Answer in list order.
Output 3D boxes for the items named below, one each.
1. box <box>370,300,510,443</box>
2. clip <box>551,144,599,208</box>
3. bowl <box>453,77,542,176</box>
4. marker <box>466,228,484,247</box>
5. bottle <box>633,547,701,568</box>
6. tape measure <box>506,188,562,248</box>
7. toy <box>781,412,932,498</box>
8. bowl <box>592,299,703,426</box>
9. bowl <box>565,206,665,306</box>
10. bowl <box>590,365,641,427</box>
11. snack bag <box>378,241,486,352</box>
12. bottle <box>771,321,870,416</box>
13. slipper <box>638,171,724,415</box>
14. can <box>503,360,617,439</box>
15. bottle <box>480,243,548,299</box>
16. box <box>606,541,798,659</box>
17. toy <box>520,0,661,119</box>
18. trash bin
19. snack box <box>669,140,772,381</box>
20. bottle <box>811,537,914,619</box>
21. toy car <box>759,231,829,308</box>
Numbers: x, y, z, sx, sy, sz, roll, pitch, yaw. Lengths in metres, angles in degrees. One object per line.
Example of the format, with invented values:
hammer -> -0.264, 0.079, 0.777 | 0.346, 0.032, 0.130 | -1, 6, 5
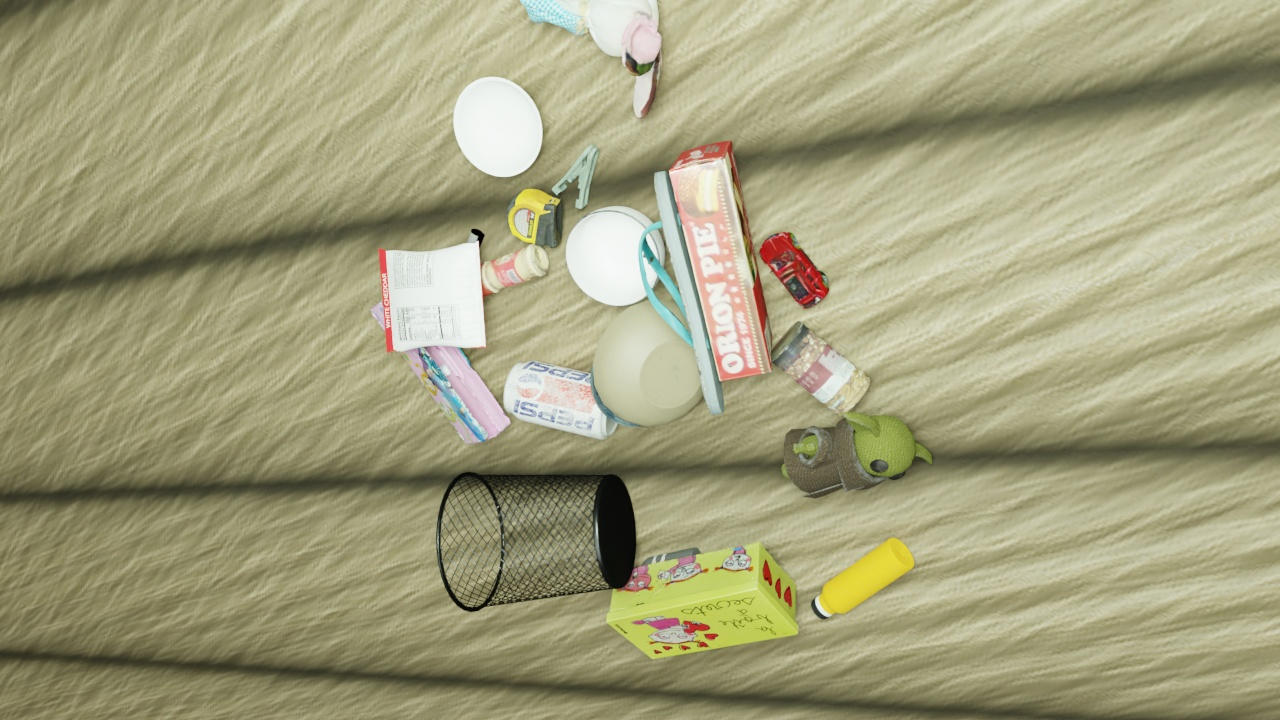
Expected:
box -> -0.270, 0.013, 1.209 | 0.085, 0.053, 0.230 | -24, 104, 44
clip -> -0.068, -0.215, 1.052 | 0.059, 0.023, 0.076 | 33, 123, 2
bowl -> -0.154, -0.269, 1.047 | 0.110, 0.040, 0.110 | 8, 116, 17
marker -> -0.230, -0.105, 1.168 | 0.016, 0.016, 0.141 | 31, 121, 5
bottle -> 0.028, 0.278, 1.242 | 0.113, 0.030, 0.030 | -18, 106, 27
tape measure -> -0.124, -0.171, 1.082 | 0.064, 0.037, 0.066 | 16, 136, 12
toy -> 0.235, 0.109, 1.036 | 0.153, 0.078, 0.179 | -20, 146, 40
bowl -> 0.025, 0.009, 1.051 | 0.152, 0.050, 0.152 | -8, 111, -23
bowl -> -0.023, -0.125, 1.052 | 0.113, 0.063, 0.113 | 8, 116, 17
bowl -> -0.007, 0.006, 1.100 | 0.137, 0.057, 0.137 | -8, 110, -23
snack bag -> -0.259, -0.076, 1.129 | 0.144, 0.039, 0.131 | -2, 95, 21
bottle -> 0.201, 0.009, 1.034 | 0.105, 0.056, 0.056 | 39, 121, 0
slipper -> 0.040, -0.068, 0.986 | 0.055, 0.098, 0.269 | -12, 106, 13
can -> -0.096, 0.048, 1.153 | 0.136, 0.078, 0.078 | 12, 117, 15
bottle -> -0.165, -0.109, 1.126 | 0.109, 0.044, 0.044 | -17, 107, 26
box -> 0.081, 0.314, 1.188 | 0.221, 0.080, 0.124 | -16, 132, 27
toy -> -0.042, -0.360, 0.950 | 0.205, 0.131, 0.105 | 41, 83, 15
trash bin -> -0.127, 0.230, 1.200 | 0.210, 0.183, 0.184 | -7, 111, 17
snack box -> 0.091, -0.108, 0.984 | 0.060, 0.113, 0.236 | -10, 111, 13
bottle -> 0.272, 0.276, 1.141 | 0.043, 0.043, 0.144 | 43, 121, -2
toy car -> 0.168, -0.099, 1.010 | 0.042, 0.036, 0.091 | -35, 93, 31
